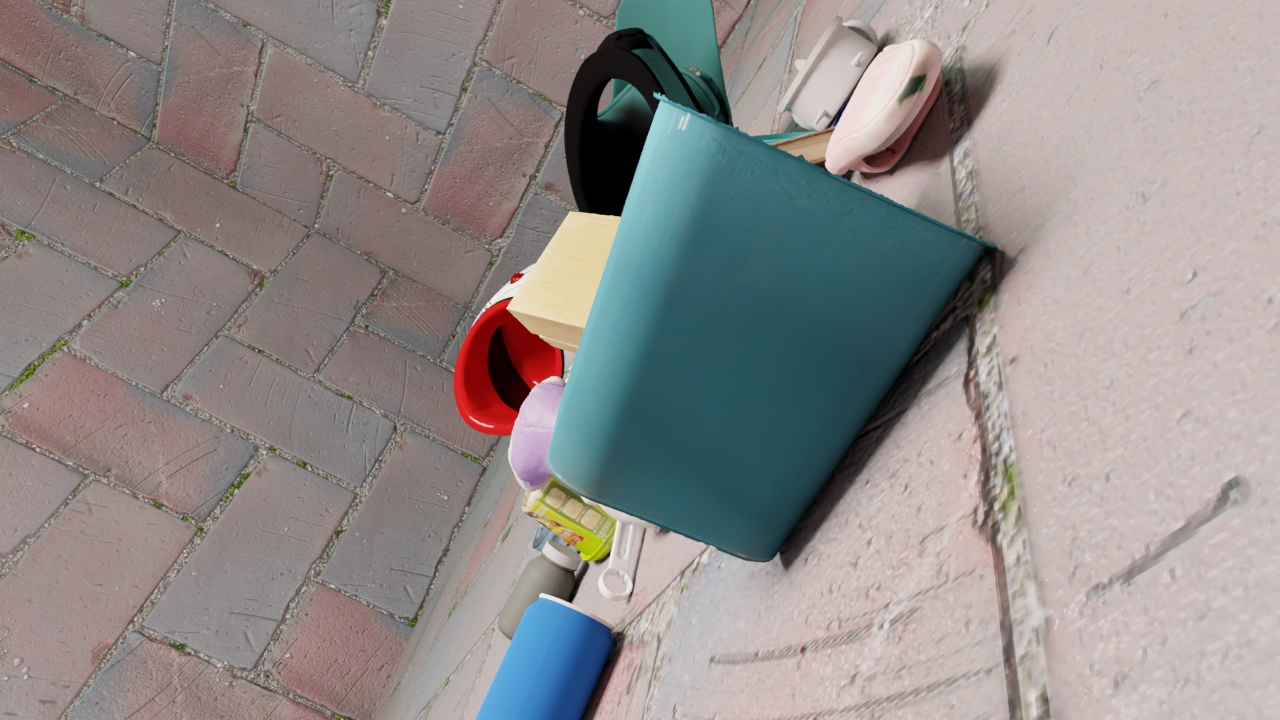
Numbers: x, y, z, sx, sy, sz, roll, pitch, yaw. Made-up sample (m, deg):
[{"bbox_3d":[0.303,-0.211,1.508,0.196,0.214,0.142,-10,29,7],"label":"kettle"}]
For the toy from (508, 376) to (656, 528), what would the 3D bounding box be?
[{"bbox_3d":[-0.035,0.071,0.842,0.210,0.085,0.137,7,73,40],"label":"toy"}]

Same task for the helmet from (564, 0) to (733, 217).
[{"bbox_3d":[0.018,-0.268,1.043,0.199,0.177,0.275,-49,-41,-53],"label":"helmet"}]

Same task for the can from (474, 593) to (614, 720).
[{"bbox_3d":[-0.082,0.271,0.742,0.145,0.079,0.079,-65,10,-20],"label":"can"}]

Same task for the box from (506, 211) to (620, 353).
[{"bbox_3d":[0.008,-0.055,0.837,0.249,0.092,0.128,15,65,42],"label":"box"}]

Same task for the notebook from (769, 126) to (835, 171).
[{"bbox_3d":[0.078,-0.151,0.870,0.189,0.034,0.216,-19,-5,-26],"label":"notebook"}]

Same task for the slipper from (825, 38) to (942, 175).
[{"bbox_3d":[0.187,-0.188,0.700,0.107,0.055,0.221,-62,0,11],"label":"slipper"}]

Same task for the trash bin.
[{"bbox_3d":[0.055,-0.021,0.557,0.199,0.196,0.219,-89,23,-73],"label":"trash bin"}]

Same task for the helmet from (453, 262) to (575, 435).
[{"bbox_3d":[-0.140,-0.026,1.482,0.315,0.231,0.235,-52,-15,28],"label":"helmet"}]

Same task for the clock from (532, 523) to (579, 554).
[{"bbox_3d":[-0.093,0.198,1.118,0.088,0.051,0.125,-66,9,-19],"label":"clock"}]

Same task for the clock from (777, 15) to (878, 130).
[{"bbox_3d":[0.191,-0.292,0.938,0.120,0.061,0.158,-57,-1,25],"label":"clock"}]

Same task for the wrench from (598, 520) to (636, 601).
[{"bbox_3d":[-0.006,0.121,0.891,0.272,0.047,0.009,-78,14,-52],"label":"wrench"}]

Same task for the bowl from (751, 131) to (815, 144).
[{"bbox_3d":[0.141,-0.212,0.967,0.121,0.121,0.046,-95,0,-74],"label":"bowl"}]

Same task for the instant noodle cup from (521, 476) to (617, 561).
[{"bbox_3d":[-0.058,0.130,0.976,0.146,0.098,0.146,-59,9,15],"label":"instant noodle cup"}]

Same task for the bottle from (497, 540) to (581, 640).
[{"bbox_3d":[-0.108,0.255,1.001,0.108,0.060,0.060,-62,9,0],"label":"bottle"}]

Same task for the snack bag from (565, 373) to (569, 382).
[{"bbox_3d":[-0.040,0.061,1.035,0.077,0.116,0.036,-55,17,37],"label":"snack bag"}]

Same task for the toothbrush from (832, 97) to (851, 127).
[{"bbox_3d":[0.169,-0.179,0.933,0.187,0.011,0.016,-61,8,20],"label":"toothbrush"}]

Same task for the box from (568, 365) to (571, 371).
[{"bbox_3d":[-0.004,0.003,0.999,0.188,0.112,0.078,147,106,-70],"label":"box"}]
